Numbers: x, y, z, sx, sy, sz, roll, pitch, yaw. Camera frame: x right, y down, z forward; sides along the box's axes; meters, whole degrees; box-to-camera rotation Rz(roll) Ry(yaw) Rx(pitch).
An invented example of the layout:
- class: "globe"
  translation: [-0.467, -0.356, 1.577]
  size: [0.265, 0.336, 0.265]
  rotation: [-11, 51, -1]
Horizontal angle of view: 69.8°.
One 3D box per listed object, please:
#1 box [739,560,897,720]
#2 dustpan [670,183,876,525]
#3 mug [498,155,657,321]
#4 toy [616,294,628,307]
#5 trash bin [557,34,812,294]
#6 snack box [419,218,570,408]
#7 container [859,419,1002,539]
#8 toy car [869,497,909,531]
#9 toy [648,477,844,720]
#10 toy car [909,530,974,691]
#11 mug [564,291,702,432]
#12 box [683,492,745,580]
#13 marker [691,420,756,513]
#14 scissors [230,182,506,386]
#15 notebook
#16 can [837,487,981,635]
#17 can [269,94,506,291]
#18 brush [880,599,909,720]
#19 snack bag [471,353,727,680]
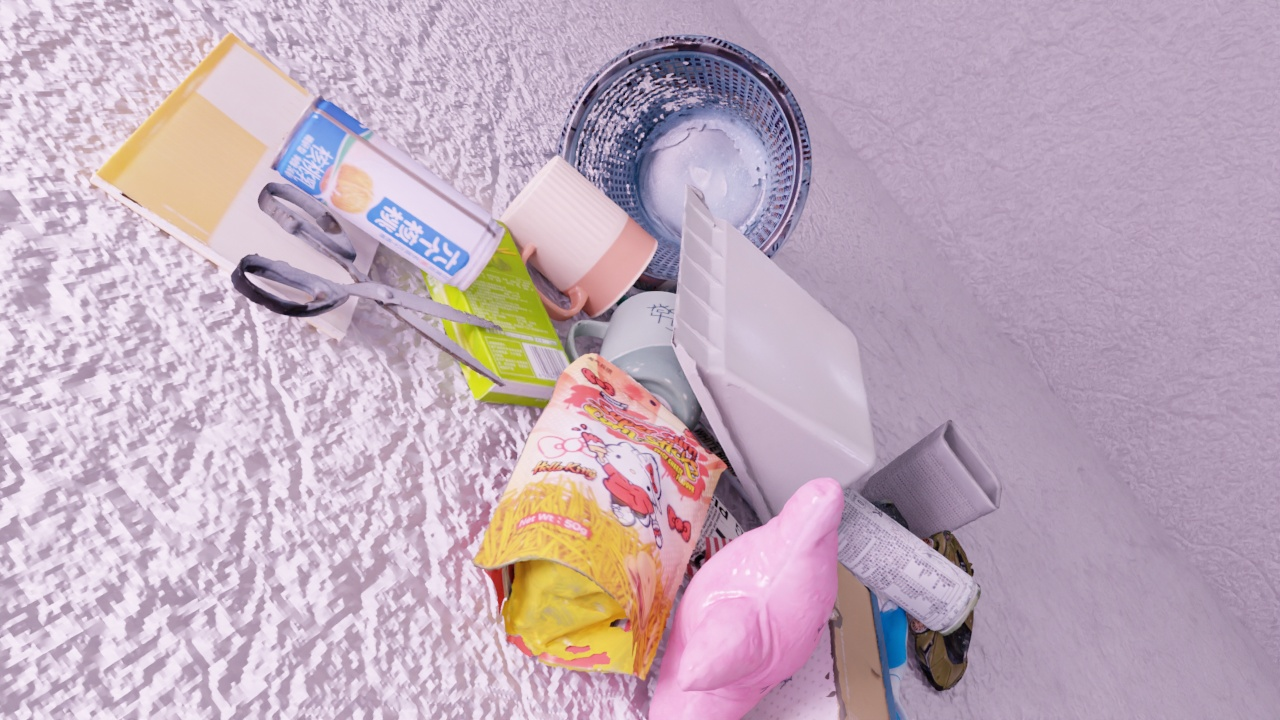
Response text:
- class: "box"
  translation: [0.108, 0.208, 0.575]
  size: [0.060, 0.090, 0.183]
  rotation: [42, 29, -19]
- class: "dustpan"
  translation: [0.086, 0.029, 0.745]
  size: [0.257, 0.143, 0.222]
  rotation: [34, 34, -20]
- class: "mug"
  translation: [-0.058, -0.088, 0.726]
  size: [0.106, 0.082, 0.114]
  rotation: [41, 56, -16]
- class: "toy"
  translation: [0.022, -0.030, 0.825]
  size: [0.096, 0.030, 0.091]
  rotation: [53, 27, -4]
- class: "trash bin"
  translation: [0.052, -0.180, 0.895]
  size: [0.226, 0.227, 0.195]
  rotation: [51, 12, 1]
- class: "snack box"
  translation: [-0.103, -0.039, 0.633]
  size: [0.085, 0.026, 0.156]
  rotation: [9, 48, -54]
- class: "container"
  translation: [0.299, 0.135, 0.957]
  size: [0.090, 0.114, 0.090]
  rotation: [54, 26, 6]
- class: "toy car"
  translation: [0.223, 0.165, 0.884]
  size: [0.120, 0.037, 0.054]
  rotation: [7, 52, -50]
- class: "toy"
  translation: [0.057, 0.152, 0.517]
  size: [0.074, 0.178, 0.195]
  rotation: [34, -11, 16]
- class: "toy car"
  translation: [0.284, 0.232, 0.856]
  size: [0.070, 0.042, 0.157]
  rotation: [50, 41, -26]
- class: "mug"
  translation: [-0.004, 0.004, 0.684]
  size: [0.112, 0.082, 0.106]
  rotation: [18, 34, -2]
- class: "box"
  translation: [0.017, 0.102, 0.631]
  size: [0.164, 0.056, 0.070]
  rotation: [47, 13, -7]
- class: "marker"
  translation: [0.060, 0.074, 0.761]
  size: [0.146, 0.017, 0.016]
  rotation: [49, 25, -4]
- class: "scissors"
  translation: [-0.153, -0.040, 0.526]
  size: [0.178, 0.014, 0.159]
  rotation: [49, 29, 6]
- class: "notebook"
  translation: [-0.219, -0.113, 0.559]
  size: [0.146, 0.010, 0.205]
  rotation: [37, 29, -26]
- class: "can"
  translation: [0.217, 0.172, 0.797]
  size: [0.147, 0.058, 0.058]
  rotation: [36, 24, 7]
- class: "can"
  translation: [-0.151, -0.099, 0.560]
  size: [0.134, 0.053, 0.053]
  rotation: [34, 29, -19]
- class: "brush"
  translation: [0.174, 0.247, 0.681]
  size: [0.109, 0.061, 0.313]
  rotation: [50, 22, -14]
- class: "snack bag"
  translation: [-0.017, 0.080, 0.537]
  size: [0.128, 0.073, 0.207]
  rotation: [35, 33, -6]
